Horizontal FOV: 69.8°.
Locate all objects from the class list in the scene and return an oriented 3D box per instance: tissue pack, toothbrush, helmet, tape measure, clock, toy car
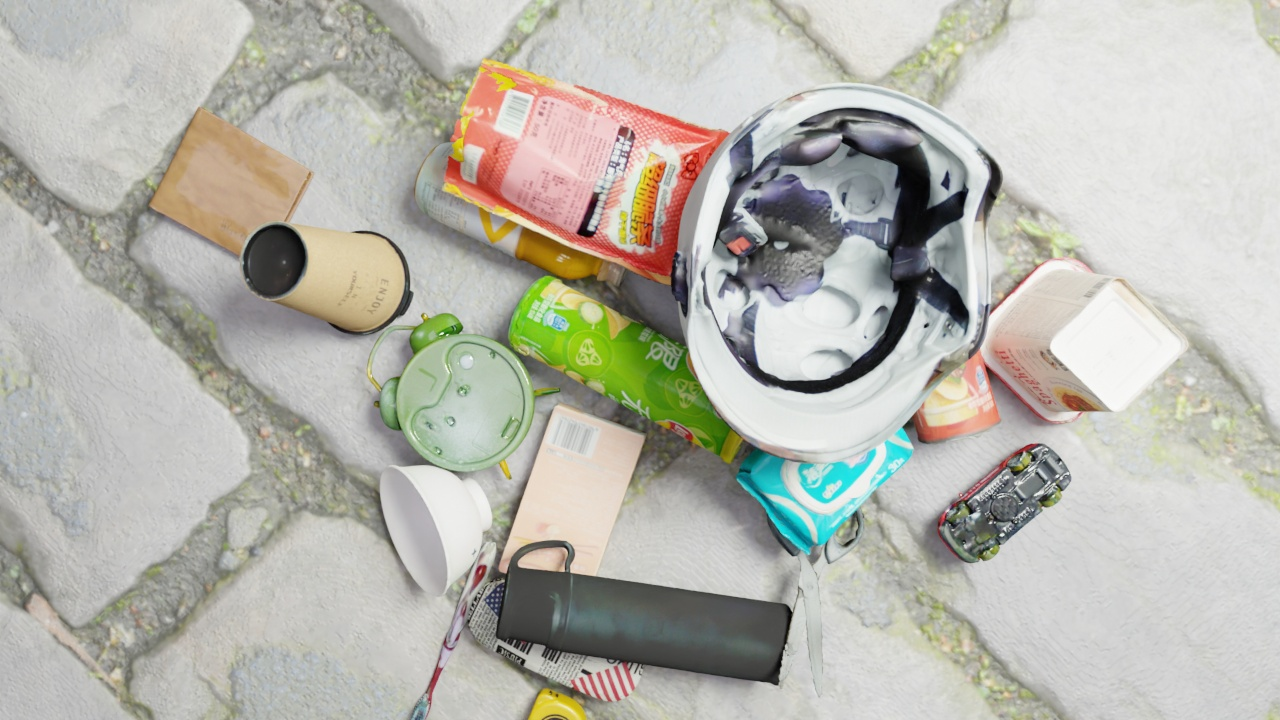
[{"bbox_3d":[0.150,0.083,0.752,0.093,0.050,0.133,44,90,-9],"label":"tissue pack"},{"bbox_3d":[-0.169,0.248,0.824,0.016,0.017,0.187,23,95,0],"label":"toothbrush"},{"bbox_3d":[0.124,-0.069,0.676,0.229,0.146,0.259,4,104,-12],"label":"helmet"},{"bbox_3d":[-0.076,0.327,0.819,0.057,0.029,0.060,23,94,2],"label":"tape measure"},{"bbox_3d":[-0.161,0.026,0.793,0.161,0.056,0.116,30,93,1],"label":"clock"},{"bbox_3d":[0.307,0.121,0.781,0.120,0.045,0.053,-40,88,-1],"label":"toy car"}]

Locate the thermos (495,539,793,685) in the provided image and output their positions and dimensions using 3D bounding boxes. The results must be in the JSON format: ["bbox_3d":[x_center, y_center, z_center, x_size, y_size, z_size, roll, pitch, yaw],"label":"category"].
[{"bbox_3d":[0.006,0.209,0.772,0.242,0.069,0.089,12,67,-8],"label":"thermos"}]

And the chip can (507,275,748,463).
[{"bbox_3d":[-0.004,0.004,0.759,0.221,0.072,0.072,27,94,12],"label":"chip can"}]

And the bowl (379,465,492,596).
[{"bbox_3d":[-0.168,0.135,0.788,0.064,0.119,0.118,-22,92,-35],"label":"bowl"}]

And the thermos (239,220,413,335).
[{"bbox_3d":[-0.256,-0.071,0.756,0.093,0.143,0.093,-1,86,14],"label":"thermos"}]

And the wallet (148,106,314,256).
[{"bbox_3d":[-0.362,-0.152,0.813,0.115,0.020,0.101,29,95,-2],"label":"wallet"}]

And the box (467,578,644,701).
[{"bbox_3d":[-0.073,0.246,0.812,0.164,0.051,0.068,26,80,0],"label":"box"}]

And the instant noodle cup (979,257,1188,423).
[{"bbox_3d":[0.352,-0.014,0.732,0.116,0.124,0.117,44,94,0],"label":"instant noodle cup"}]

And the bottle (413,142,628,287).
[{"bbox_3d":[-0.095,-0.119,0.776,0.189,0.068,0.068,26,94,1],"label":"bottle"}]

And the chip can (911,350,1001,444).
[{"bbox_3d":[0.234,-0.042,0.763,0.073,0.073,0.216,-16,92,3],"label":"chip can"}]

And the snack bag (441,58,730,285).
[{"bbox_3d":[-0.042,-0.148,0.714,0.208,0.073,0.129,19,101,-3],"label":"snack bag"}]

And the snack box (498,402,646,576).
[{"bbox_3d":[-0.060,0.124,0.808,0.084,0.026,0.157,20,94,1],"label":"snack box"}]

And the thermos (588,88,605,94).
[{"bbox_3d":[0.011,-0.161,0.775,0.198,0.067,0.087,28,64,3],"label":"thermos"}]

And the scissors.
[{"bbox_3d":[0.139,0.183,0.772,0.164,0.014,0.163,-35,71,-17],"label":"scissors"}]
